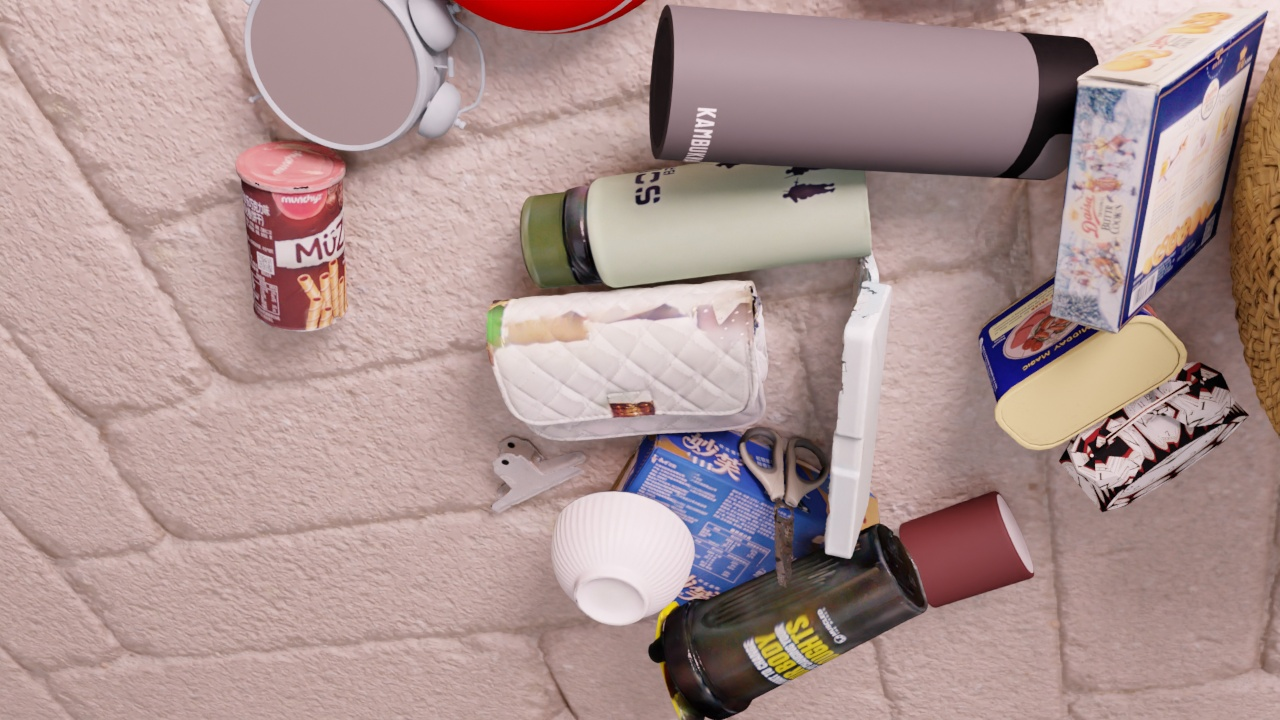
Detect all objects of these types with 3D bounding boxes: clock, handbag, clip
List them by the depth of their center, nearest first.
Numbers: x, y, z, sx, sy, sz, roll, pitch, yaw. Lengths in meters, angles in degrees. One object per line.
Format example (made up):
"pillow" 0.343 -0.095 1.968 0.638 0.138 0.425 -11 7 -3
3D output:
"clock" -0.179 -0.197 0.595 0.159 0.045 0.123 9 126 5
"clock" 0.348 0.044 0.637 0.115 0.065 0.154 -40 149 14
"handbag" -0.004 0.004 0.672 0.195 0.072 0.139 -5 141 12
"clip" -0.103 0.099 0.794 0.102 0.050 0.058 -29 129 24

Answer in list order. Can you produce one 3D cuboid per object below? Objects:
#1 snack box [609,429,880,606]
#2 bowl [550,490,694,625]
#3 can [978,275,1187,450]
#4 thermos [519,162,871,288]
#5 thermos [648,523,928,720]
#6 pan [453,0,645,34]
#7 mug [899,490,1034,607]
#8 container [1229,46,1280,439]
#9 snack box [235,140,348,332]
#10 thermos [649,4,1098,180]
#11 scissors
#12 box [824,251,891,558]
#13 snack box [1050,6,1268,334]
"snack box" 0.075 0.145 0.779 0.202 0.069 0.155 25 125 -7
"bowl" -0.018 0.167 0.729 0.118 0.062 0.118 5 126 7
"can" 0.291 -0.009 0.623 0.056 0.092 0.116 39 122 -17
"thermos" 0.034 -0.092 0.619 0.232 0.082 0.082 -7 123 13
"thermos" 0.109 0.206 0.720 0.221 0.098 0.098 -34 113 24
"pan" 0.007 -0.258 0.481 0.356 0.067 0.209 20 130 11
"mug" 0.276 0.161 0.765 0.083 0.073 0.105 -26 145 24
"container" 0.431 -0.057 0.448 0.197 0.306 0.307 -6 124 17
"snack box" -0.250 -0.089 0.667 0.072 0.072 0.122 12 126 1
"thermos" 0.130 -0.150 0.523 0.240 0.082 0.082 1 126 -8
"scissors" 0.097 0.104 0.691 0.121 0.170 0.013 32 129 20
"box" 0.152 0.026 0.643 0.041 0.134 0.197 9 126 16
"snack box" 0.295 -0.111 0.526 0.043 0.144 0.145 25 136 42
